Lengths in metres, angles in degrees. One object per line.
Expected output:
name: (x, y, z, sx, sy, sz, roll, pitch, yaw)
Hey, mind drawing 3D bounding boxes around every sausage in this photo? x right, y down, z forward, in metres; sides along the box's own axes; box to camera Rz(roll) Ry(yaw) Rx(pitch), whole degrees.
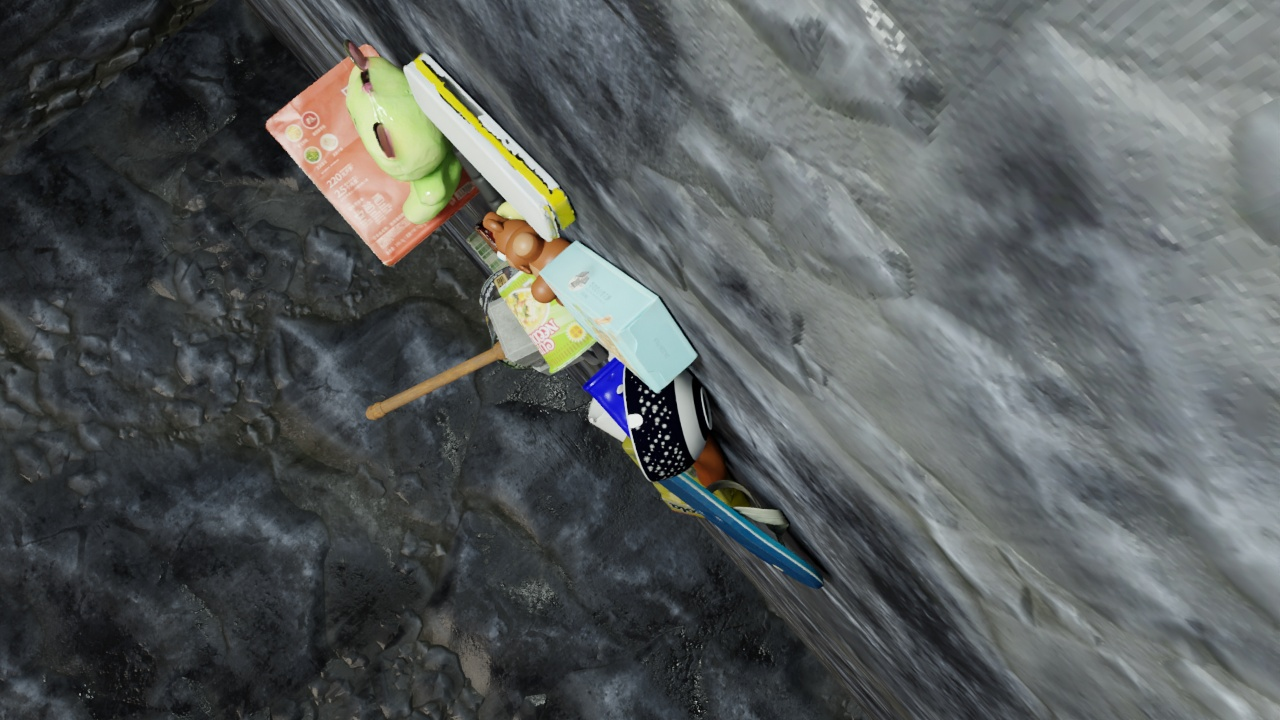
sausage: (0.073, 0.110, 1.108, 0.164, 0.044, 0.039, 57, -153, -54)

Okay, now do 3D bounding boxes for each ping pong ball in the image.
ping pong ball: (-0.136, -0.153, 0.987, 0.040, 0.040, 0.040, 48, 174, 7)

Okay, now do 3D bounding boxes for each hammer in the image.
hammer: (-0.233, 0.009, 1.235, 0.083, 0.318, 0.162, 67, -171, 12)
hammer: (-0.122, -0.119, 1.074, 0.324, 0.029, 0.127, 57, -174, -34)

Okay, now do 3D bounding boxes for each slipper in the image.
slipper: (0.126, 0.184, 1.091, 0.295, 0.060, 0.118, 38, 171, -23)

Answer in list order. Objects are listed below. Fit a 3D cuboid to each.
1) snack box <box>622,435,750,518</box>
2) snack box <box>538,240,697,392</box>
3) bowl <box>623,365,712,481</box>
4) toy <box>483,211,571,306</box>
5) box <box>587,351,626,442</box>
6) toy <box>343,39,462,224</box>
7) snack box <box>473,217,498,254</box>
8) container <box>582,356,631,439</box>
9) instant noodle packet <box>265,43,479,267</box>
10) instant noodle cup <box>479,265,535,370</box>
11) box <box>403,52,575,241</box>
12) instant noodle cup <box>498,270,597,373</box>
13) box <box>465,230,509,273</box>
snack box: (0.061, 0.158, 1.252, 0.121, 0.045, 0.181, 6, 146, 37)
snack box: (-0.024, -0.043, 0.817, 0.075, 0.053, 0.175, 54, 171, -36)
bowl: (0.032, 0.052, 0.883, 0.120, 0.066, 0.120, -11, -91, -79)
toy: (-0.114, -0.107, 0.928, 0.128, 0.065, 0.095, 34, -175, 25)
box: (-0.023, 0.044, 1.285, 0.155, 0.126, 0.084, 30, -175, -22)
toy: (-0.257, -0.249, 1.019, 0.197, 0.107, 0.150, 108, 142, -73)
snack box: (-0.208, -0.182, 1.346, 0.051, 0.031, 0.141, 51, 173, -20)
container: (0.006, 0.044, 0.991, 0.113, 0.084, 0.085, 48, 176, -4)
instant noodle packet: (-0.325, -0.252, 1.133, 0.221, 0.164, 0.084, 51, 176, -21)
instant noodle cup: (-0.171, -0.072, 1.364, 0.112, 0.137, 0.137, 57, -179, 41)
box: (-0.135, -0.187, 0.801, 0.209, 0.037, 0.064, 47, 172, 19)
instant noodle cup: (-0.095, -0.057, 1.005, 0.108, 0.099, 0.099, 50, 174, -11)
box: (-0.208, -0.139, 1.539, 0.205, 0.051, 0.117, 51, 176, -14)
